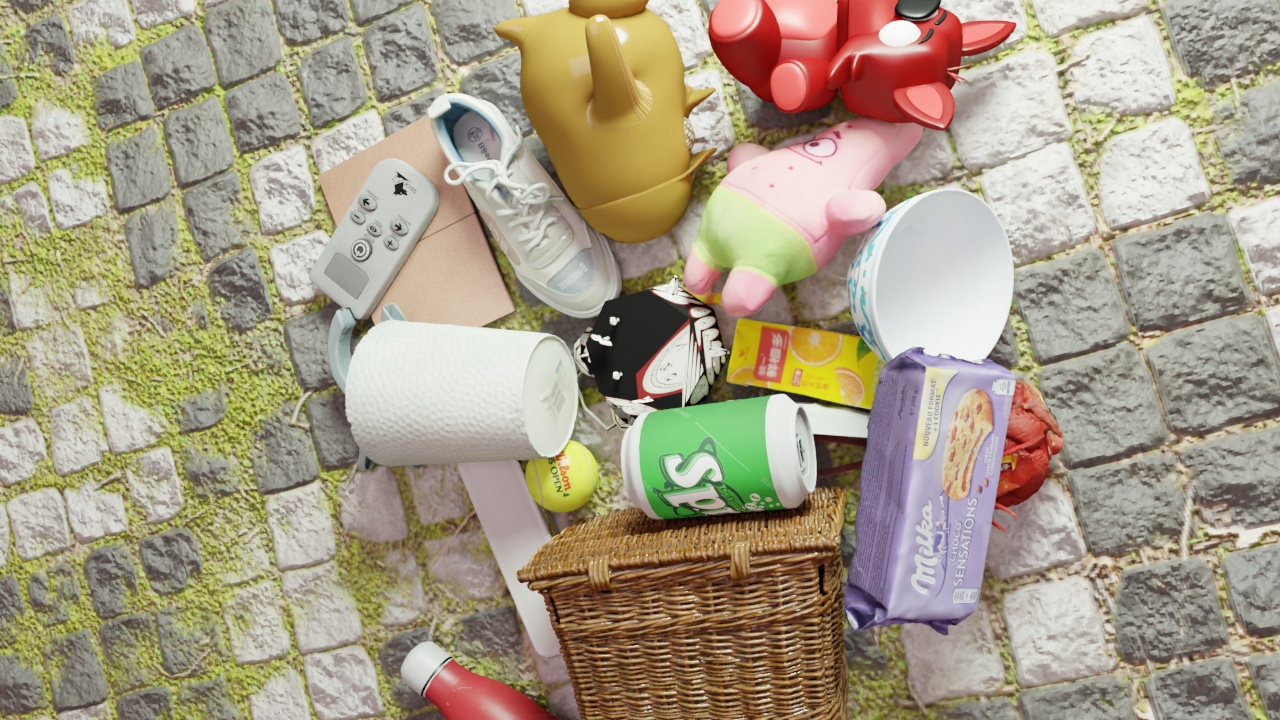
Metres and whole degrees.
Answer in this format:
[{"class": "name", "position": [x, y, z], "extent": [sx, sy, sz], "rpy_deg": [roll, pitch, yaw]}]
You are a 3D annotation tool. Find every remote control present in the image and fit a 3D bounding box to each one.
[{"class": "remote control", "position": [0.136, 0.047, 0.771], "extent": [0.143, 0.049, 0.024], "rpy_deg": [3, 91, 16]}, {"class": "remote control", "position": [-0.256, -0.120, 0.885], "extent": [0.074, 0.019, 0.151], "rpy_deg": [38, 101, 12]}]

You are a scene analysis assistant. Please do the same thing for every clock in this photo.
[{"class": "clock", "position": [-0.004, 0.004, 0.793], "extent": [0.155, 0.064, 0.114], "rpy_deg": [-39, 80, 31]}]

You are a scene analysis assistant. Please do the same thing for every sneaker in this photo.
[{"class": "sneaker", "position": [-0.111, -0.138, 0.817], "extent": [0.090, 0.090, 0.242], "rpy_deg": [-38, 82, 12]}]

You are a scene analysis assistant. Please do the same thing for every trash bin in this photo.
[{"class": "trash bin", "position": [-0.149, 0.030, 0.801], "extent": [0.161, 0.133, 0.133], "rpy_deg": [0, 91, 22]}]

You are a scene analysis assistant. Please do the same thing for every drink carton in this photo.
[{"class": "drink carton", "position": [0.144, 0.002, 0.773], "extent": [0.135, 0.043, 0.058], "rpy_deg": [10, 92, 15]}]

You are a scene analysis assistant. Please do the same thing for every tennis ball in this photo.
[{"class": "tennis ball", "position": [-0.070, 0.103, 0.823], "extent": [0.065, 0.065, 0.065], "rpy_deg": [0, 91, 16]}]

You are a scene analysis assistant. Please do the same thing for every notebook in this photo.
[{"class": "notebook", "position": [-0.219, -0.115, 0.890], "extent": [0.141, 0.008, 0.209], "rpy_deg": [-24, 85, 15]}]

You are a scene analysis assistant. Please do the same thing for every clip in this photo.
[{"class": "clip", "position": [-0.273, 0.029, 0.888], "extent": [0.127, 0.028, 0.167], "rpy_deg": [0, 101, 17]}]

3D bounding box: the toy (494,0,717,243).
[{"class": "toy", "position": [-0.013, -0.199, 0.766], "extent": [0.162, 0.198, 0.203], "rpy_deg": [-17, 106, -1]}]

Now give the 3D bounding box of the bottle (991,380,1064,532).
[{"class": "bottle", "position": [0.270, 0.072, 0.710], "extent": [0.111, 0.099, 0.099], "rpy_deg": [-24, 85, 15]}]

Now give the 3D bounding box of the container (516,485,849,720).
[{"class": "container", "position": [0.053, 0.218, 0.747], "extent": [0.250, 0.162, 0.183], "rpy_deg": [-10, 93, 16]}]

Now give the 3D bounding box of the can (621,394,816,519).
[{"class": "can", "position": [0.062, 0.077, 0.725], "extent": [0.140, 0.087, 0.088], "rpy_deg": [-9, 89, 21]}]

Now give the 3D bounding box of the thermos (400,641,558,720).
[{"class": "thermos", "position": [-0.120, 0.342, 0.839], "extent": [0.240, 0.073, 0.073], "rpy_deg": [33, 99, 13]}]

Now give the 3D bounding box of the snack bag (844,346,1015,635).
[{"class": "snack bag", "position": [0.201, 0.094, 0.651], "extent": [0.058, 0.096, 0.205], "rpy_deg": [16, 98, 59]}]

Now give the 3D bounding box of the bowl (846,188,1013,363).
[{"class": "bowl", "position": [0.209, -0.058, 0.709], "extent": [0.143, 0.074, 0.144], "rpy_deg": [-4, 99, -28]}]

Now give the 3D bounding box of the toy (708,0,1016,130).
[{"class": "toy", "position": [0.168, -0.248, 0.710], "extent": [0.197, 0.121, 0.158], "rpy_deg": [22, 53, 26]}]

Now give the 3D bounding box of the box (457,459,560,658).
[{"class": "box", "position": [-0.105, 0.171, 0.855], "extent": [0.064, 0.033, 0.209], "rpy_deg": [-26, 83, 15]}]

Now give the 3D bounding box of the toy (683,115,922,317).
[{"class": "toy", "position": [0.134, -0.132, 0.732], "extent": [0.236, 0.097, 0.192], "rpy_deg": [-40, 35, -7]}]

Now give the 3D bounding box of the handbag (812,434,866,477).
[{"class": "handbag", "position": [0.147, 0.081, 0.779], "extent": [0.120, 0.029, 0.055], "rpy_deg": [-4, 120, 10]}]

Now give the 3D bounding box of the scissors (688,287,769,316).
[{"class": "scissors", "position": [0.059, -0.048, 0.811], "extent": [0.097, 0.012, 0.133], "rpy_deg": [41, 100, 12]}]
